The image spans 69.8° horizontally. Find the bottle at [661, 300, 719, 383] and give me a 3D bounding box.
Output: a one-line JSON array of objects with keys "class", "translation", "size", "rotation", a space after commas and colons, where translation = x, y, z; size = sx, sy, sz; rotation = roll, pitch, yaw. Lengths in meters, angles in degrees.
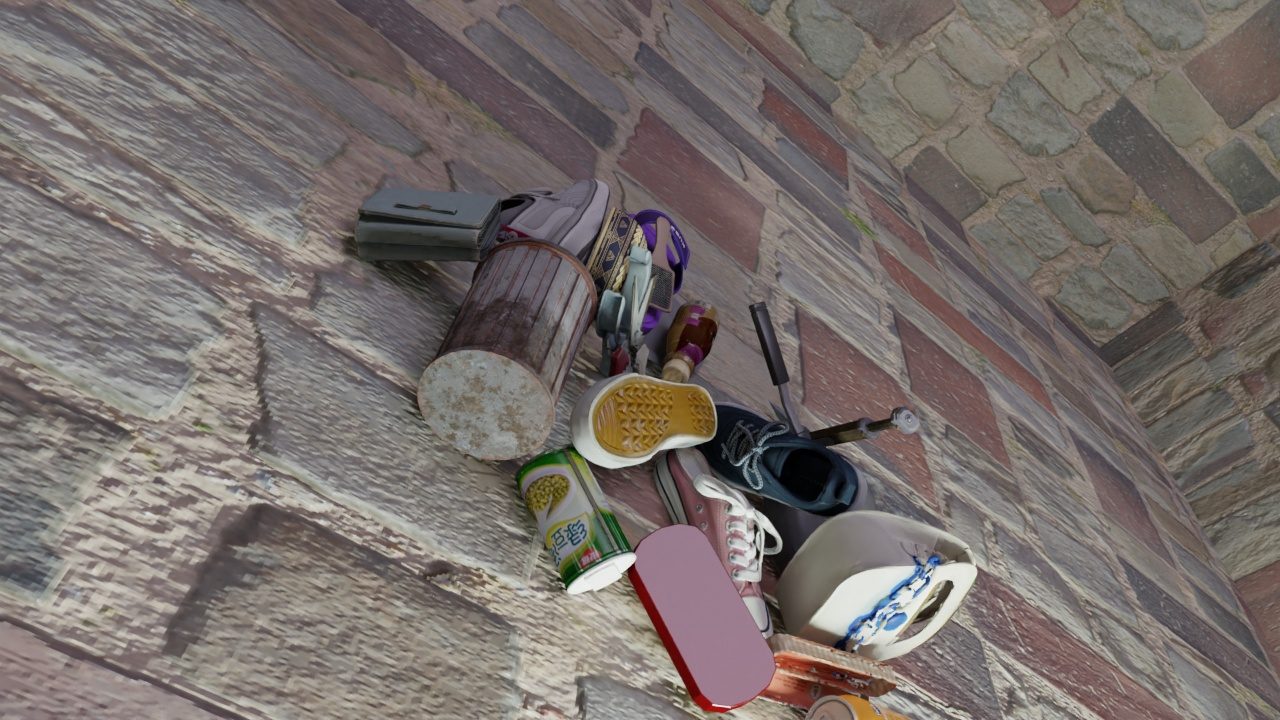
[{"class": "bottle", "translation": [0.058, -0.018, 1.144], "size": [0.059, 0.060, 0.165], "rotation": [42, 30, -9]}]

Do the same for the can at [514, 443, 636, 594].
[{"class": "can", "translation": [-0.059, 0.143, 0.823], "size": [0.067, 0.067, 0.121], "rotation": [1, 52, -51]}]

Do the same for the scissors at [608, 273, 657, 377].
[{"class": "scissors", "translation": [-0.013, 0.013, 0.973], "size": [0.193, 0.015, 0.179], "rotation": [-57, 147, -22]}]

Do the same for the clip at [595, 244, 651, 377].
[{"class": "clip", "translation": [-0.031, -0.029, 0.993], "size": [0.029, 0.172, 0.141], "rotation": [22, 47, 10]}]

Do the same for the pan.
[{"class": "pan", "translation": [0.193, 0.102, 1.077], "size": [0.178, 0.041, 0.357], "rotation": [-16, 88, -39]}]

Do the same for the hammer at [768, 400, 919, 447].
[{"class": "hammer", "translation": [0.255, 0.085, 1.128], "size": [0.147, 0.028, 0.317], "rotation": [44, -14, -1]}]

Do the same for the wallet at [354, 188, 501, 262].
[{"class": "wallet", "translation": [-0.209, -0.137, 0.920], "size": [0.132, 0.054, 0.100], "rotation": [5, 37, 3]}]

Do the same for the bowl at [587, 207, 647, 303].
[{"class": "bowl", "translation": [-0.025, -0.114, 1.064], "size": [0.061, 0.113, 0.112], "rotation": [23, 34, -5]}]

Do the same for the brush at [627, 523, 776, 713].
[{"class": "brush", "translation": [0.052, 0.239, 0.853], "size": [0.082, 0.042, 0.173], "rotation": [-19, 66, -27]}]

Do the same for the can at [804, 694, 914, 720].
[{"class": "can", "translation": [0.232, 0.381, 0.897], "size": [0.142, 0.079, 0.079], "rotation": [30, 34, -27]}]

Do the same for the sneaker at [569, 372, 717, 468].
[{"class": "sneaker", "translation": [-0.009, 0.061, 0.920], "size": [0.235, 0.079, 0.087], "rotation": [-1, 77, -59]}]

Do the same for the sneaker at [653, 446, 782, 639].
[{"class": "sneaker", "translation": [0.089, 0.179, 0.947], "size": [0.118, 0.088, 0.240], "rotation": [15, 42, -42]}]

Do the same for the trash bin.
[{"class": "trash bin", "translation": [-0.120, -0.020, 0.879], "size": [0.131, 0.131, 0.210], "rotation": [37, 33, -16]}]

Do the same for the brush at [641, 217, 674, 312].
[{"class": "brush", "translation": [0.026, -0.126, 1.149], "size": [0.050, 0.015, 0.135], "rotation": [22, 58, -28]}]

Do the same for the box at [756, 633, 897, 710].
[{"class": "box", "translation": [0.175, 0.317, 0.912], "size": [0.187, 0.083, 0.043], "rotation": [24, 31, -31]}]

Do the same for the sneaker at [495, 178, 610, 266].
[{"class": "sneaker", "translation": [-0.112, -0.173, 1.121], "size": [0.128, 0.097, 0.262], "rotation": [23, 26, -6]}]

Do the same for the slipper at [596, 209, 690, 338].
[{"class": "slipper", "translation": [0.016, -0.132, 1.202], "size": [0.107, 0.084, 0.265], "rotation": [39, 31, -14]}]

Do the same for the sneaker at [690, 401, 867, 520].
[{"class": "sneaker", "translation": [0.133, 0.103, 0.987], "size": [0.236, 0.089, 0.087], "rotation": [22, -5, 37]}]

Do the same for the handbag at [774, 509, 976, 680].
[{"class": "handbag", "translation": [0.255, 0.253, 0.955], "size": [0.199, 0.201, 0.092], "rotation": [9, 40, -17]}]

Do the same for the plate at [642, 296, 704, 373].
[{"class": "plate", "translation": [0.014, -0.051, 1.204], "size": [0.178, 0.012, 0.178], "rotation": [32, 33, -24]}]
